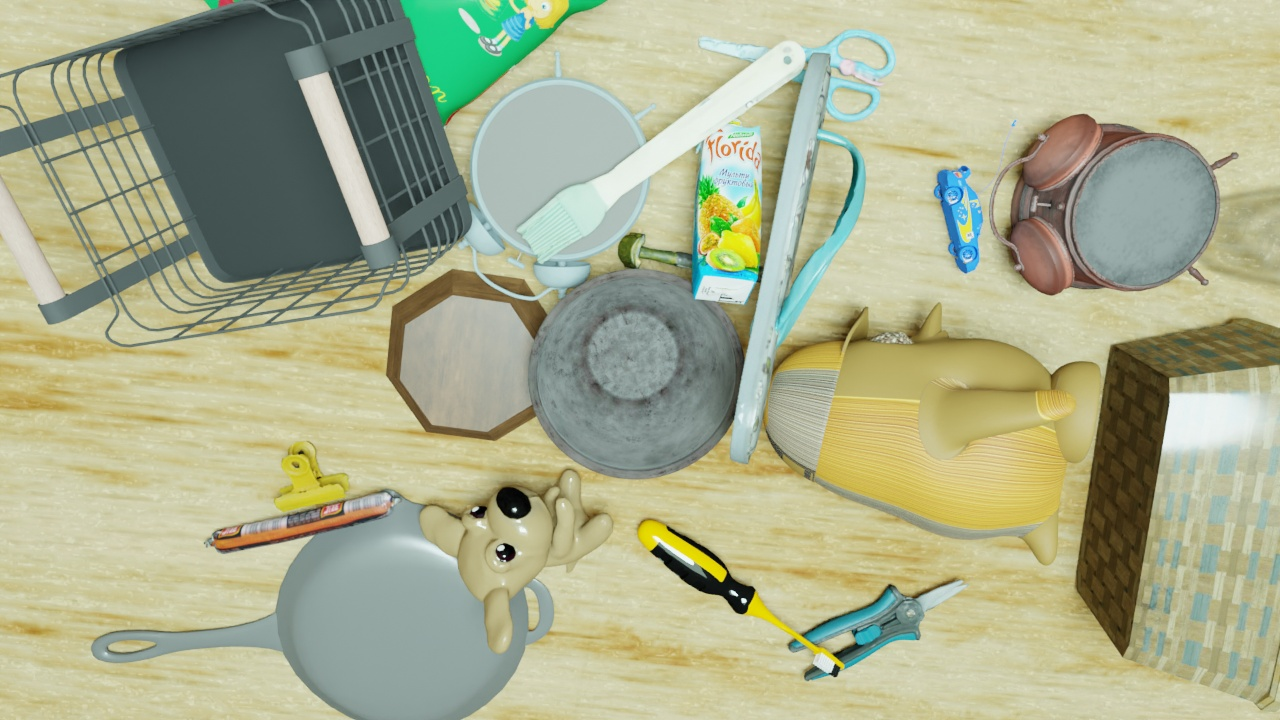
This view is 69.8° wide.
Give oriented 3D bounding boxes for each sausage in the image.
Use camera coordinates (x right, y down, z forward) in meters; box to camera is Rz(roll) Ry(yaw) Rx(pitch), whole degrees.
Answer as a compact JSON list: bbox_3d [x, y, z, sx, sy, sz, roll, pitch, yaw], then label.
[{"bbox_3d":[-0.251,0.122,0.681,0.155,0.020,0.020,-14,104,6],"label":"sausage"}]

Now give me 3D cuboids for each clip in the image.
[{"bbox_3d":[-0.247,0.087,0.669,0.053,0.039,0.047,-13,112,2],"label":"clip"}]

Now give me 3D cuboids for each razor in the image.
[{"bbox_3d":[0.039,-0.069,0.648,0.106,0.042,0.026,9,95,-15],"label":"razor"}]

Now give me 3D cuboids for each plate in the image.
[{"bbox_3d":[-0.120,0.000,0.658,0.131,0.025,0.131,-1,104,-3],"label":"plate"}]

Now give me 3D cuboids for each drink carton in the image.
[{"bbox_3d":[0.057,-0.100,0.605,0.044,0.039,0.128,6,65,-4],"label":"drink carton"}]

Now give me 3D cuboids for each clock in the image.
[{"bbox_3d":[-0.059,-0.117,0.623,0.122,0.045,0.159,26,99,-9],"label":"clock"},{"bbox_3d":[0.313,-0.104,0.630,0.157,0.072,0.121,4,104,-5],"label":"clock"}]

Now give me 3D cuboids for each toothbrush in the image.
[{"bbox_3d":[0.079,0.183,0.707,0.196,0.031,0.030,36,57,-6],"label":"toothbrush"}]

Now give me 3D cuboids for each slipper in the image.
[{"bbox_3d":[0.107,-0.062,0.595,0.055,0.098,0.268,12,86,9],"label":"slipper"}]

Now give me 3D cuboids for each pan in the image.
[{"bbox_3d":[-0.246,0.210,0.705,0.354,0.024,0.216,-5,104,-1],"label":"pan"}]

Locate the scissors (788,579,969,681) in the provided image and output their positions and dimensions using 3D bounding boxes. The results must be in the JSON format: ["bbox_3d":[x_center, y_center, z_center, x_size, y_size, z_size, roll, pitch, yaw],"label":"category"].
[{"bbox_3d":[0.190,0.216,0.729,0.129,0.019,0.137,18,97,-1],"label":"scissors"}]

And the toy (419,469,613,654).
[{"bbox_3d":[-0.081,0.130,0.658,0.108,0.134,0.106,-10,131,-35],"label":"toy"}]

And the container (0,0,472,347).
[{"bbox_3d":[-0.234,-0.110,0.529,0.242,0.130,0.163,-7,115,19],"label":"container"}]

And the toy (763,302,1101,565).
[{"bbox_3d":[0.187,0.038,0.631,0.203,0.199,0.162,10,75,13],"label":"toy"}]

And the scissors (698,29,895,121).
[{"bbox_3d":[0.104,-0.201,0.630,0.138,0.015,0.063,10,107,1],"label":"scissors"}]

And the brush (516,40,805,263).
[{"bbox_3d":[0.015,-0.137,0.593,0.218,0.012,0.033,-35,103,4],"label":"brush"}]

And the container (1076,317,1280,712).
[{"bbox_3d":[0.436,0.102,0.649,0.186,0.157,0.250,3,104,8],"label":"container"}]

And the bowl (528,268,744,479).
[{"bbox_3d":[-0.004,0.004,0.644,0.145,0.067,0.145,-1,104,-3],"label":"bowl"}]

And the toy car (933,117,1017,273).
[{"bbox_3d":[0.243,-0.114,0.642,0.062,0.033,0.092,-17,104,8],"label":"toy car"}]

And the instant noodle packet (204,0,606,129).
[{"bbox_3d":[-0.135,-0.251,0.561,0.253,0.090,0.195,-36,103,12],"label":"instant noodle packet"}]
